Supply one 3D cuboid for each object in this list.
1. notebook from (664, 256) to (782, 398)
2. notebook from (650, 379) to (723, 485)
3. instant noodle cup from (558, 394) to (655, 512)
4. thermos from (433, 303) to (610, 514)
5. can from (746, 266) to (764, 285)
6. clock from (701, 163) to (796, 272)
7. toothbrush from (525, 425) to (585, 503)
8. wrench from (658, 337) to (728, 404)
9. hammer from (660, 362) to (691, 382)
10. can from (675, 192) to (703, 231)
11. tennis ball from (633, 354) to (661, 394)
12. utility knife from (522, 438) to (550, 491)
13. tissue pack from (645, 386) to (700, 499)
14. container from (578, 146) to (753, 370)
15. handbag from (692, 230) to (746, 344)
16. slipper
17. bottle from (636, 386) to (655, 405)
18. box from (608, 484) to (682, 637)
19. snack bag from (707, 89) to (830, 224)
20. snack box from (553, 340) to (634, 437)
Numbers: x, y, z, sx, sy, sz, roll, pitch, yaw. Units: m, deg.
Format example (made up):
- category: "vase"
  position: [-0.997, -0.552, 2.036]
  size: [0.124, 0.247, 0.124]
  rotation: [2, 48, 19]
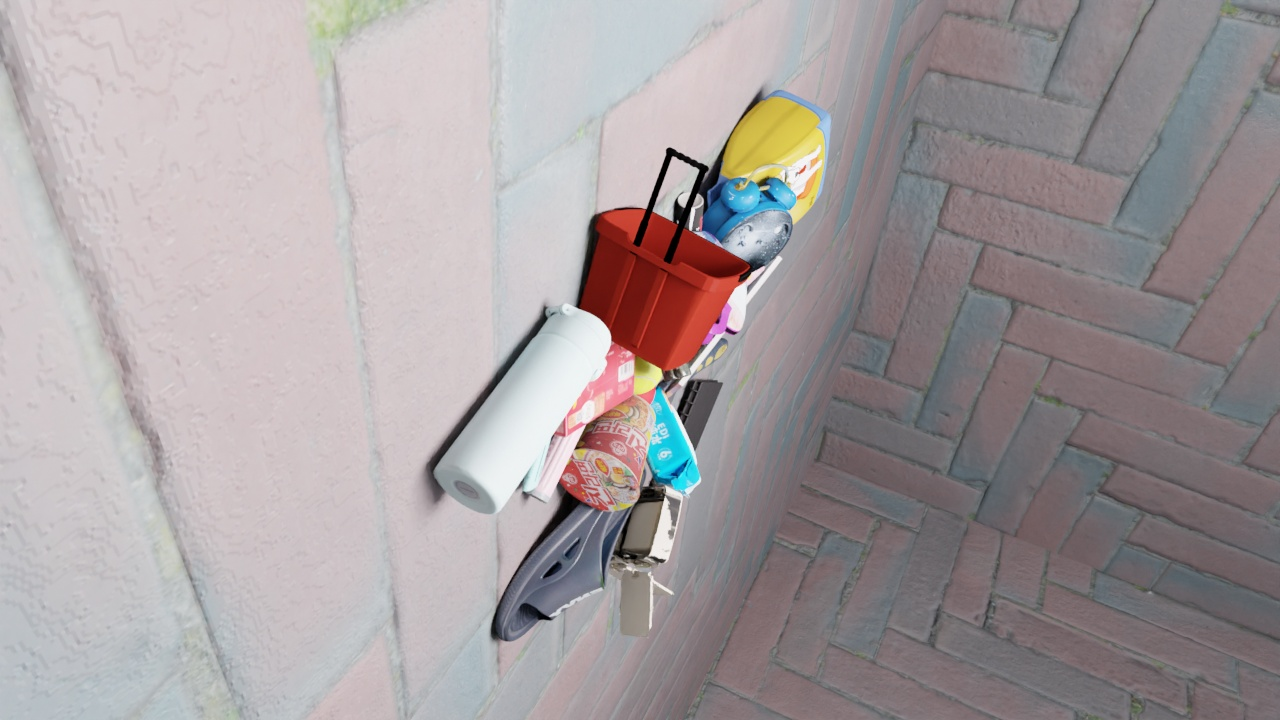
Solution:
- category: "notebook"
  position: [0.102, -0.037, 1.198]
  size: [0.209, 0.009, 0.143]
  rotation: [-51, 180, -13]
- category: "notebook"
  position: [0.069, 0.140, 1.499]
  size: [0.231, 0.019, 0.169]
  rotation: [-68, 164, 5]
- category: "instant noodle cup"
  position: [-0.031, 0.096, 1.049]
  size: [0.100, 0.100, 0.112]
  rotation: [92, 17, -47]
- category: "thermos"
  position: [-0.097, 0.037, 0.811]
  size: [0.078, 0.065, 0.206]
  rotation: [51, 52, -24]
- category: "can"
  position: [0.136, -0.120, 1.328]
  size: [0.076, 0.067, 0.067]
  rotation: [-60, 160, -26]
- category: "clock"
  position: [0.138, -0.177, 1.156]
  size: [0.116, 0.060, 0.162]
  rotation: [-5, 139, -36]
- category: "toothbrush"
  position: [-0.064, 0.049, 0.994]
  size: [0.026, 0.027, 0.222]
  rotation: [43, 67, -46]
- category: "wrench"
  position: [0.085, 0.007, 1.399]
  size: [0.272, 0.022, 0.073]
  rotation: [-31, 139, -63]
- category: "hammer"
  position: [0.046, -0.041, 1.136]
  size: [0.318, 0.032, 0.130]
  rotation: [-1, 71, -80]
- category: "can"
  position: [0.058, -0.161, 1.106]
  size: [0.031, 0.031, 0.081]
  rotation: [-55, 158, -38]
- category: "tennis ball"
  position: [-0.006, 0.006, 1.050]
  size: [0.065, 0.065, 0.065]
  rotation: [-56, 158, -36]
- category: "utility knife"
  position: [-0.094, 0.058, 0.939]
  size: [0.022, 0.015, 0.158]
  rotation: [6, 102, -65]
- category: "tissue pack"
  position: [0.031, 0.107, 1.187]
  size: [0.061, 0.144, 0.093]
  rotation: [-21, 154, -2]
- category: "container"
  position: [0.032, -0.107, 0.897]
  size: [0.126, 0.148, 0.201]
  rotation: [-27, 144, -61]
- category: "handbag"
  position: [0.069, -0.073, 1.042]
  size: [0.068, 0.144, 0.169]
  rotation: [-35, -163, 23]
- category: "slipper"
  position: [-0.061, 0.233, 1.082]
  size: [0.267, 0.083, 0.111]
  rotation: [-50, 159, -22]
- category: "bottle"
  position: [-0.021, 0.085, 1.137]
  size: [0.141, 0.042, 0.042]
  rotation: [-69, 163, 0]
- category: "box"
  position: [0.006, 0.253, 1.166]
  size: [0.101, 0.145, 0.186]
  rotation: [11, 75, -34]
- category: "snack bag"
  position: [0.156, -0.234, 1.228]
  size: [0.204, 0.102, 0.159]
  rotation: [-46, 155, -21]
- category: "snack box"
  position: [-0.048, 0.015, 0.955]
  size: [0.132, 0.021, 0.089]
  rotation: [-30, 127, -53]
